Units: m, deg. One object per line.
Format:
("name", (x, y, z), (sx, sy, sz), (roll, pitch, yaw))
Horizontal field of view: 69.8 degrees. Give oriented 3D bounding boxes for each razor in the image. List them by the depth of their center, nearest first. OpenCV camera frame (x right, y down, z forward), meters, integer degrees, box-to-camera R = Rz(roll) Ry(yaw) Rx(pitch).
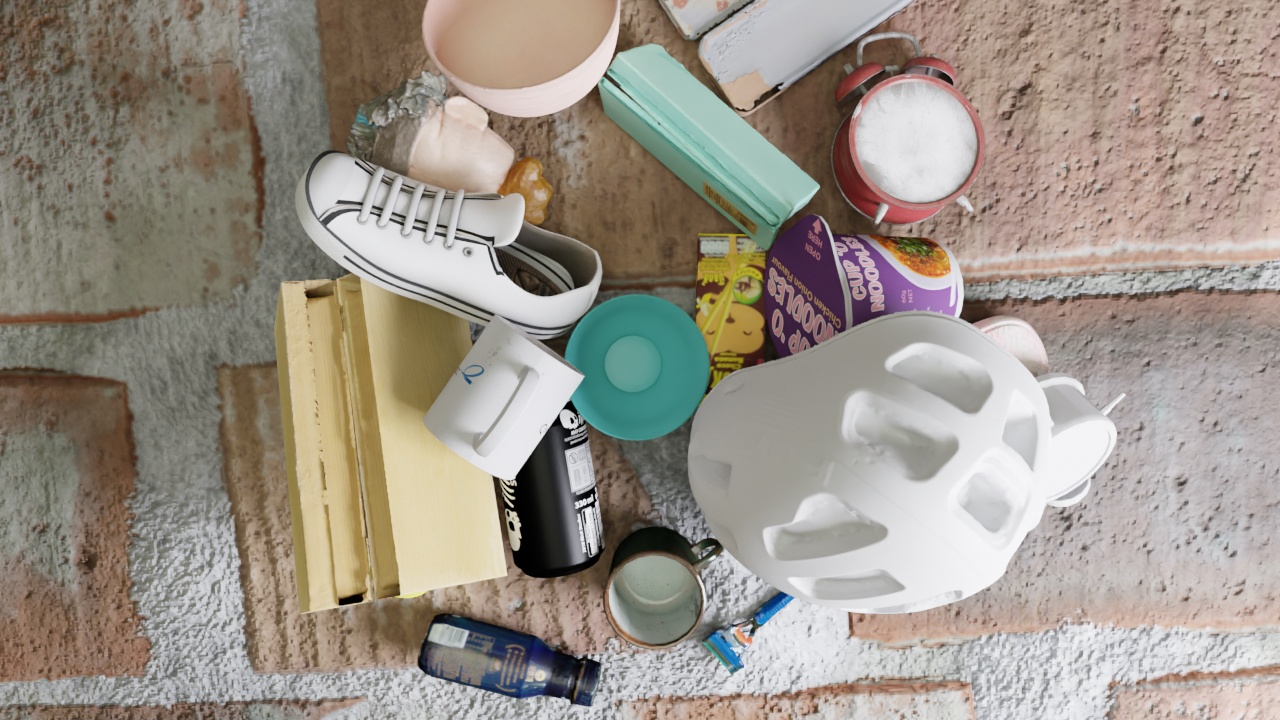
("razor", (0.122, 0.222, 0.823), (0.141, 0.018, 0.044), (-40, 94, 3))

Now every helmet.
("helmet", (0.156, 0.089, 0.694), (0.224, 0.283, 0.183), (48, 58, -24))

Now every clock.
("clock", (0.210, -0.187, 0.745), (0.110, 0.062, 0.156), (-8, 85, -5))
("clock", (0.324, 0.080, 0.759), (0.119, 0.061, 0.159), (-9, 133, -18))

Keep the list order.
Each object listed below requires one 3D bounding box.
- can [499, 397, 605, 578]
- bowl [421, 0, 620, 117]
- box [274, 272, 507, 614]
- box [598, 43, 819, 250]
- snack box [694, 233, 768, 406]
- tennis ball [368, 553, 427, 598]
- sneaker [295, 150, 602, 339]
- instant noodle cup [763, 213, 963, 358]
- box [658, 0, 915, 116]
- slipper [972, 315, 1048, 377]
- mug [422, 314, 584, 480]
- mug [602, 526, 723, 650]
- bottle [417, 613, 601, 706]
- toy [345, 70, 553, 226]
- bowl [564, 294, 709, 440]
("can", (-0.079, 0.105, 0.785), (0.080, 0.080, 0.146), (-8, 97, 3))
("bowl", (-0.085, -0.248, 0.715), (0.153, 0.076, 0.152), (-3, 69, 8))
("box", (-0.215, 0.065, 0.731), (0.184, 0.142, 0.248), (-10, 79, -4))
("box", (0.043, -0.163, 0.744), (0.189, 0.077, 0.080), (42, 128, 5))
("snack box", (0.077, -0.034, 0.789), (0.061, 0.025, 0.149), (2, 97, 3))
("tennis ball", (-0.205, 0.175, 0.806), (0.065, 0.065, 0.065), (0, 97, 2))
("sneaker", (-0.135, -0.097, 0.708), (0.245, 0.091, 0.097), (26, 141, -23))
("instant noodle cup", (0.183, -0.057, 0.731), (0.121, 0.122, 0.137), (-9, 126, -19))
("box", (0.129, -0.319, 0.748), (0.216, 0.043, 0.151), (-33, 90, 6))
("slipper", (0.237, 0.035, 0.776), (0.221, 0.055, 0.107), (-25, 97, 3))
("mug", (-0.100, 0.031, 0.684), (0.083, 0.119, 0.096), (35, 91, -15))
("mug", (0.024, 0.184, 0.790), (0.111, 0.081, 0.085), (-36, 94, 6))
("bottle", (-0.115, 0.270, 0.819), (0.161, 0.056, 0.056), (15, 97, 1))
("toy", (-0.153, -0.165, 0.757), (0.176, 0.076, 0.133), (26, 134, -8))
("bowl", (-0.004, 0.004, 0.783), (0.121, 0.046, 0.121), (0, 94, -5))
